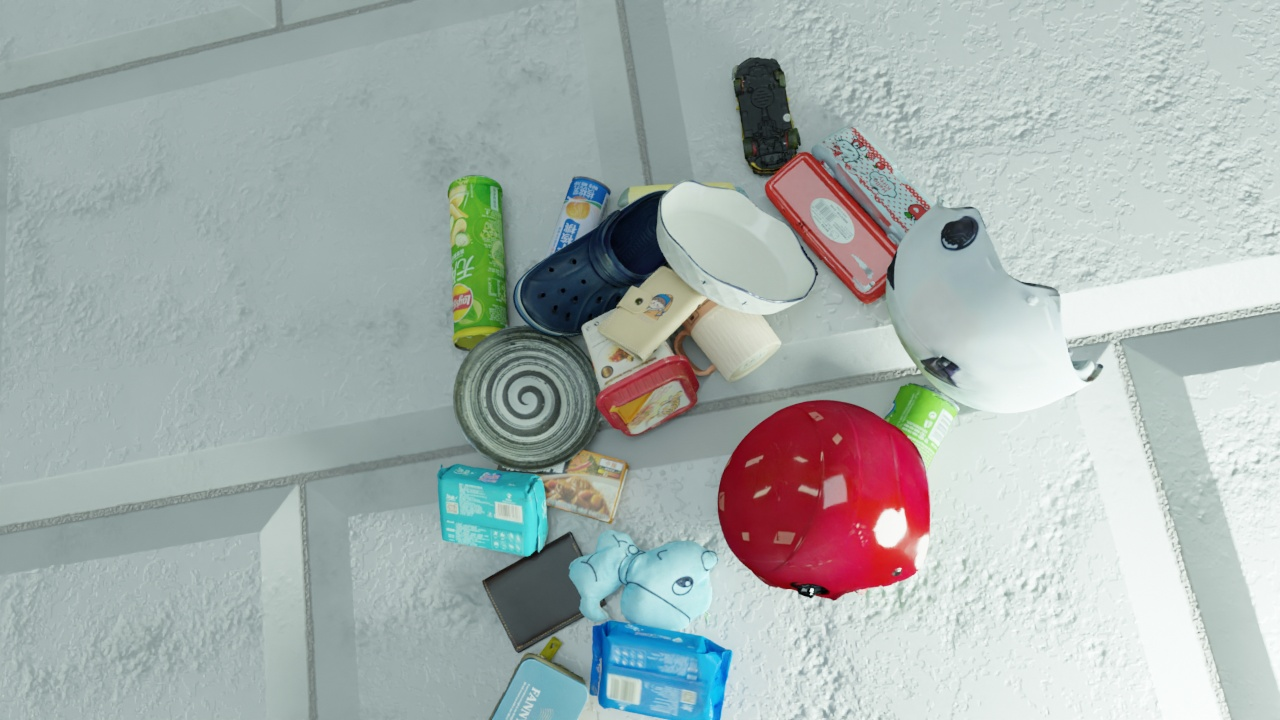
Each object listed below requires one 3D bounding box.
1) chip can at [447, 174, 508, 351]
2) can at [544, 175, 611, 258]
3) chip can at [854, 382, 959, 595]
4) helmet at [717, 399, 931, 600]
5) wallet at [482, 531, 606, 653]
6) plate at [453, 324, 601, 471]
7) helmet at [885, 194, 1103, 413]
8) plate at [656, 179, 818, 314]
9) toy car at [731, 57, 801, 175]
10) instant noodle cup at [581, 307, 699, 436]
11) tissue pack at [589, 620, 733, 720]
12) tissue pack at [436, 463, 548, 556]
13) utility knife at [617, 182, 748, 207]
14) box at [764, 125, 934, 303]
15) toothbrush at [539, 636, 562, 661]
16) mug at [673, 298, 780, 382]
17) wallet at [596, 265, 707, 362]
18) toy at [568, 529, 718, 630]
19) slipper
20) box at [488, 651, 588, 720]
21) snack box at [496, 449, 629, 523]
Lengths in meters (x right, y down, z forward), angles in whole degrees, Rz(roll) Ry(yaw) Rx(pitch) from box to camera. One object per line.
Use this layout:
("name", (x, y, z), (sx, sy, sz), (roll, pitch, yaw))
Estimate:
("chip can", (-0.206, -0.126, 1.165), (0.072, 0.072, 0.221), (-7, 75, 8))
("can", (-0.083, -0.162, 1.162), (0.053, 0.053, 0.134), (16, 79, 13))
("chip can", (0.270, 0.140, 1.019), (0.072, 0.072, 0.236), (28, 83, 15))
("helmet", (0.168, 0.135, 0.957), (0.241, 0.144, 0.206), (-21, 53, 32))
("wallet", (-0.114, 0.273, 1.081), (0.122, 0.020, 0.096), (-29, 79, 0))
("plate", (-0.135, 0.045, 1.103), (0.179, 0.024, 0.179), (3, 76, -11))
("helmet", (0.352, -0.045, 0.985), (0.146, 0.229, 0.258), (-40, 52, 15))
("plate", (0.106, -0.128, 1.069), (0.205, 0.204, 0.046), (47, 129, 16))
("toy car", (0.159, -0.312, 1.164), (0.071, 0.041, 0.155), (-10, 77, 7))
("instant noodle cup", (-0.006, 0.006, 1.085), (0.116, 0.116, 0.124), (-27, 61, 2))
("tissue pack", (0.021, 0.344, 1.013), (0.157, 0.052, 0.095), (7, 101, 12))
("tissue pack", (-0.177, 0.174, 1.079), (0.133, 0.050, 0.093), (7, 113, 12))
("utility knife", (0.054, -0.212, 1.171), (0.167, 0.018, 0.031), (-2, 80, 11))
("box", (0.266, -0.184, 1.112), (0.161, 0.059, 0.201), (-37, 74, -4))
("toothbrush", (-0.153, 0.400, 1.056), (0.016, 0.016, 0.190), (35, 84, 15))
("mug", (0.094, -0.029, 1.093), (0.115, 0.081, 0.106), (-43, 73, 25))
("wallet", (0.011, -0.057, 1.045), (0.087, 0.024, 0.115), (31, 70, 37))
("toy", (0.009, 0.254, 1.045), (0.161, 0.050, 0.156), (-45, 83, 4))
("slipper", (-0.031, -0.115, 1.100), (0.252, 0.095, 0.105), (-38, 102, -16))
("box", (-0.127, 0.412, 1.018), (0.090, 0.062, 0.184), (26, 84, -2))
("snack box", (-0.096, 0.140, 1.106), (0.154, 0.026, 0.075), (14, 79, 13))
